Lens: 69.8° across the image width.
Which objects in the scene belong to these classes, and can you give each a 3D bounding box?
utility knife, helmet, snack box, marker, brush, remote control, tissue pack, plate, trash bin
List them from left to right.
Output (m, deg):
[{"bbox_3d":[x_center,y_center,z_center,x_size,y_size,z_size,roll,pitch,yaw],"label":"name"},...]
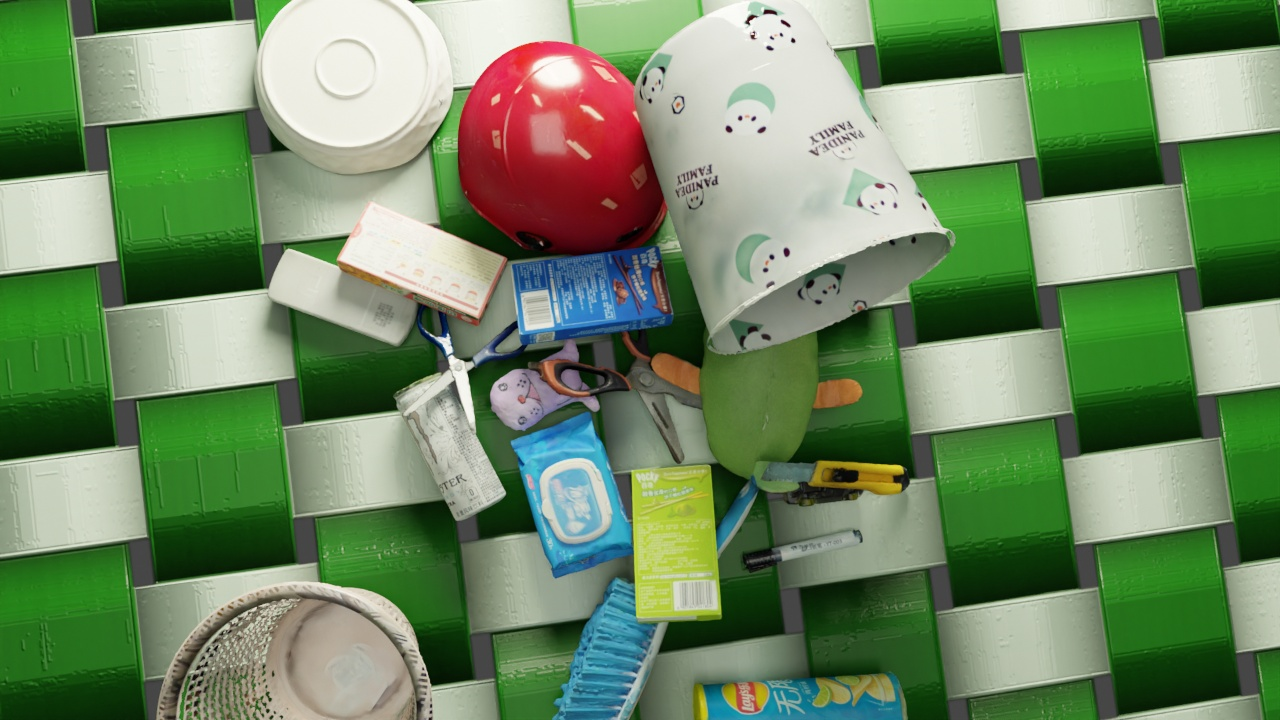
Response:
[{"bbox_3d":[-0.296,0.305,0.858,0.227,0.192,0.227,0,87,-4],"label":"trash bin"},{"bbox_3d":[-0.309,-0.065,0.960,0.150,0.021,0.058,21,83,-3],"label":"remote control"},{"bbox_3d":[-0.303,-0.300,0.960,0.205,0.045,0.205,0,88,-3],"label":"plate"},{"bbox_3d":[-0.225,-0.101,0.954,0.156,0.027,0.076,23,68,-3],"label":"snack box"},{"bbox_3d":[-0.073,-0.216,0.926,0.240,0.144,0.207,32,84,-3],"label":"helmet"},{"bbox_3d":[-0.070,0.140,0.951,0.095,0.052,0.157,-17,89,-2],"label":"tissue pack"},{"bbox_3d":[-0.051,-0.068,0.944,0.157,0.026,0.084,-8,65,-6],"label":"snack box"},{"bbox_3d":[0.018,0.247,0.958,0.109,0.060,0.314,25,84,-8],"label":"brush"},{"bbox_3d":[0.035,0.185,0.935,0.086,0.026,0.156,-5,63,4],"label":"snack box"},{"bbox_3d":[0.122,-0.166,0.833,0.229,0.230,0.251,-20,75,-5],"label":"trash bin"},{"bbox_3d":[0.175,0.204,0.984,0.130,0.018,0.022,-11,80,-4],"label":"marker"},{"bbox_3d":[0.204,0.120,0.936,0.219,0.015,0.033,8,85,-35],"label":"utility knife"}]

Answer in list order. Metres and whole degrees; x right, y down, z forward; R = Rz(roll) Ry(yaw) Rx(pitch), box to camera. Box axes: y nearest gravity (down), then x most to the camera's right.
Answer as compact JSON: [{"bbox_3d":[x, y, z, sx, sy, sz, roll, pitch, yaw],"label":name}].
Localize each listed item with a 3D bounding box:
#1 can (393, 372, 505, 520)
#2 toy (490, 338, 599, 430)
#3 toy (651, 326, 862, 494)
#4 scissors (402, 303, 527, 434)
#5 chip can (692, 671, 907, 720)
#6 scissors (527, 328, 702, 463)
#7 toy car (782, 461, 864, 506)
[{"bbox_3d":[-0.196,0.089,0.943,0.058,0.058,0.146,-28,90,-5],"label":"can"},{"bbox_3d":[-0.104,0.033,0.961,0.108,0.039,0.084,-24,91,-10],"label":"toy"},{"bbox_3d":[0.124,0.010,0.954,0.227,0.090,0.246,7,90,-2],"label":"toy"},{"bbox_3d":[-0.181,-0.002,0.937,0.162,0.012,0.175,-21,62,-27],"label":"scissors"},{"bbox_3d":[0.162,0.365,0.949,0.210,0.071,0.071,-2,88,-4],"label":"chip can"},{"bbox_3d":[-0.010,0.006,0.967,0.225,0.015,0.188,12,72,-18],"label":"scissors"},{"bbox_3d":[0.195,0.131,0.980,0.090,0.035,0.042,-5,89,-10],"label":"toy car"}]
